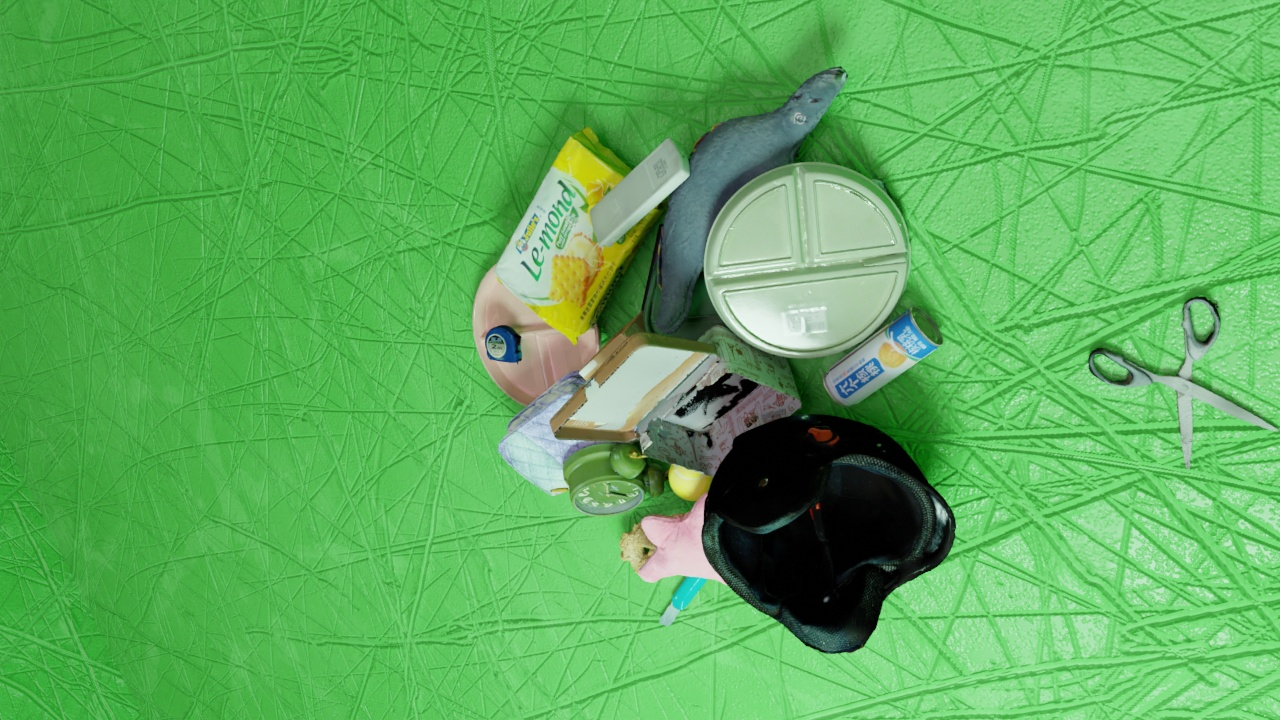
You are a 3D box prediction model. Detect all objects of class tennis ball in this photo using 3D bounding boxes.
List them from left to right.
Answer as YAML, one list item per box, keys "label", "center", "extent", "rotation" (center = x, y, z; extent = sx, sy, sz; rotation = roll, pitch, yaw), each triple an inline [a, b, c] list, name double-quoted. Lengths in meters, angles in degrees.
- label: "tennis ball"
  center: [0.070, 0.152, 1.207]
  extent: [0.066, 0.065, 0.065]
  rotation: [10, 108, 31]

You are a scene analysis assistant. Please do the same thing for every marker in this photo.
- label: "marker"
  center: [0.020, -0.112, 1.192]
  extent: [0.020, 0.022, 0.132]
  rotation: [7, 114, -15]

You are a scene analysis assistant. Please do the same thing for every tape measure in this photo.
- label: "tape measure"
  center: [-0.197, -0.024, 1.323]
  extent: [0.058, 0.025, 0.054]
  rotation: [6, 105, 28]

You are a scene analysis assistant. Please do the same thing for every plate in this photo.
- label: "plate"
  center: [-0.148, -0.041, 1.318]
  extent: [0.230, 0.028, 0.230]
  rotation: [10, 109, 32]
- label: "plate"
  center: [0.185, -0.104, 1.022]
  extent: [0.230, 0.027, 0.230]
  rotation: [2, 113, 5]

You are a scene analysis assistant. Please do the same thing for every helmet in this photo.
- label: "helmet"
  center: [0.202, 0.170, 1.031]
  extent: [0.275, 0.229, 0.233]
  rotation: [-18, 122, 17]

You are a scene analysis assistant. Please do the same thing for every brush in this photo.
- label: "brush"
  center: [0.067, 0.223, 1.251]
  extent: [0.255, 0.045, 0.083]
  rotation: [-38, 78, 31]

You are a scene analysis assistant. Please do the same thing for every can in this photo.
- label: "can"
  center: [0.272, -0.002, 1.039]
  extent: [0.135, 0.053, 0.053]
  rotation: [-42, 80, 34]

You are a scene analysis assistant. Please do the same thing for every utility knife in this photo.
- label: "utility knife"
  center: [0.074, 0.309, 1.281]
  extent: [0.029, 0.013, 0.193]
  rotation: [41, 120, 19]

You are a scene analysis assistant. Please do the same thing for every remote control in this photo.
- label: "remote control"
  center: [-0.002, -0.198, 1.088]
  extent: [0.150, 0.021, 0.058]
  rotation: [-37, 55, 32]

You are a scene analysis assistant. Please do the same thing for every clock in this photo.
- label: "clock"
  center: [-0.032, 0.159, 1.245]
  extent: [0.161, 0.116, 0.056]
  rotation: [-25, 51, 21]

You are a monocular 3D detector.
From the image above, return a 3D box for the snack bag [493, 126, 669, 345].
- label: "snack bag"
  center: [-0.076, -0.157, 1.197]
  extent: [0.158, 0.068, 0.247]
  rotation: [40, 111, 17]

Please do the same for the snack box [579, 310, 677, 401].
- label: "snack box"
  center: [-0.007, 0.007, 1.197]
  extent: [0.093, 0.076, 0.095]
  rotation: [45, 125, -5]

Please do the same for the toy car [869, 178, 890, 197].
- label: "toy car"
  center: [0.228, -0.178, 1.033]
  extent: [0.106, 0.031, 0.049]
  rotation: [1, 104, 32]

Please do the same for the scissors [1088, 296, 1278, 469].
- label: "scissors"
  center: [0.537, 0.020, 0.900]
  extent: [0.177, 0.014, 0.160]
  rotation: [30, 120, 20]

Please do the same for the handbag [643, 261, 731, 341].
- label: "handbag"
  center: [0.075, -0.069, 1.147]
  extent: [0.131, 0.067, 0.120]
  rotation: [8, 99, 33]

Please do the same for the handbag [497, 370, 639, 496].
- label: "handbag"
  center: [-0.097, 0.101, 1.282]
  extent: [0.134, 0.075, 0.194]
  rotation: [41, 127, -18]

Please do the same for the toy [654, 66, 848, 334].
- label: "toy"
  center: [0.103, -0.198, 1.060]
  extent: [0.357, 0.091, 0.137]
  rotation: [-53, 47, 24]

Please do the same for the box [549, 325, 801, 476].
- label: "box"
  center: [0.039, 0.039, 1.078]
  extent: [0.178, 0.261, 0.088]
  rotation: [-46, 40, 33]

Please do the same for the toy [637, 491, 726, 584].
- label: "toy"
  center: [0.095, 0.230, 1.180]
  extent: [0.194, 0.074, 0.179]
  rotation: [4, 128, -4]
